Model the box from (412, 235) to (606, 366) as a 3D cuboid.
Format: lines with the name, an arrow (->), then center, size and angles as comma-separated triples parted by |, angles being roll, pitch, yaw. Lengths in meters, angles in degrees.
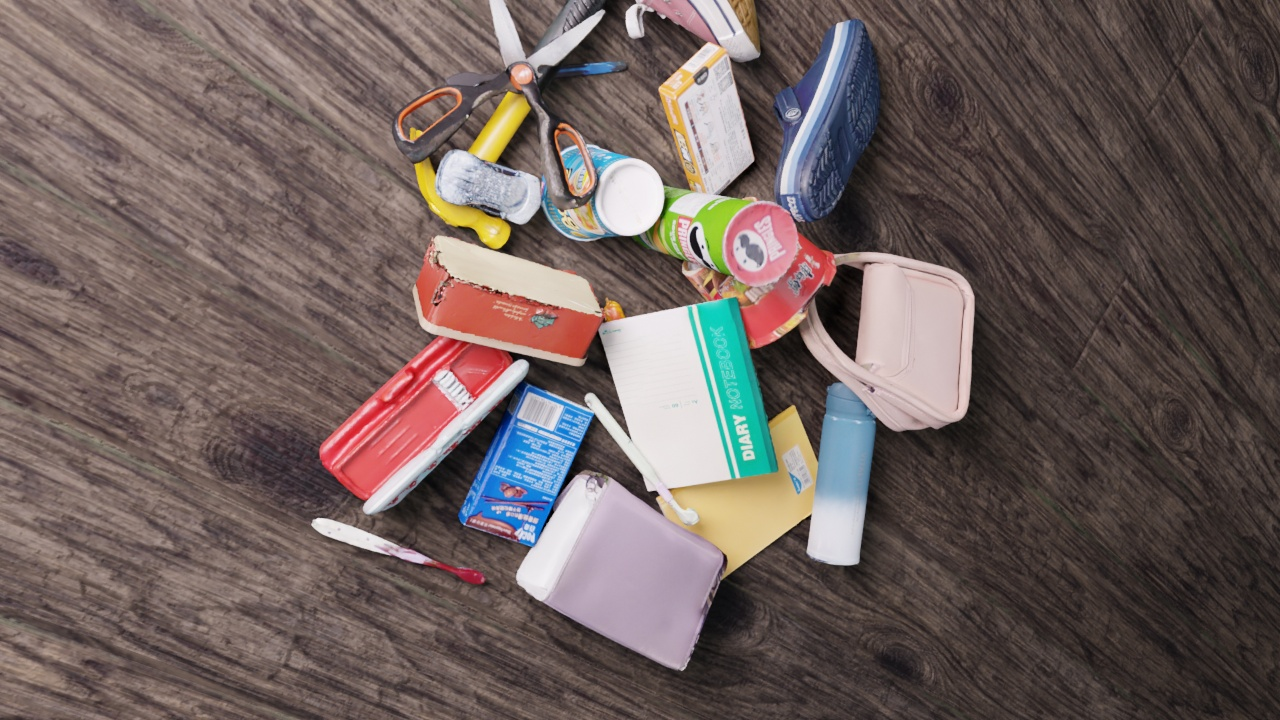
box -> -0.121, -0.063, 0.867 | 0.168, 0.091, 0.078 | 14, 118, -29

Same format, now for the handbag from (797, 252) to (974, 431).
handbag -> 0.270, -0.036, 1.040 | 0.234, 0.094, 0.193 | 21, 65, -29

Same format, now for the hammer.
hammer -> -0.104, -0.257, 0.856 | 0.128, 0.033, 0.300 | 35, 88, -37

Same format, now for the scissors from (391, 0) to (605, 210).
scissors -> -0.107, -0.231, 0.807 | 0.233, 0.022, 0.221 | -36, 92, -13

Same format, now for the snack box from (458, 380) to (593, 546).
snack box -> -0.118, 0.107, 0.952 | 0.084, 0.026, 0.157 | 25, 90, -29

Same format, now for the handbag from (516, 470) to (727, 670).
handbag -> -0.015, 0.224, 0.990 | 0.197, 0.098, 0.145 | 36, 81, -27

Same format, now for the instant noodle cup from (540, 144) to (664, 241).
instant noodle cup -> -0.032, -0.159, 0.886 | 0.099, 0.110, 0.099 | -7, 105, -26

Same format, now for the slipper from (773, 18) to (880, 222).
slipper -> 0.188, -0.251, 0.982 | 0.105, 0.095, 0.252 | 54, 51, -49

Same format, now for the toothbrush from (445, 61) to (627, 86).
toothbrush -> -0.097, -0.277, 0.884 | 0.189, 0.016, 0.014 | -15, 106, -26

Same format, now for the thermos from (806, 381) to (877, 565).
thermos -> 0.246, 0.134, 1.107 | 0.070, 0.070, 0.220 | 3, 96, -27

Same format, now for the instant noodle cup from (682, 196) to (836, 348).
instant noodle cup -> 0.118, -0.097, 0.970 | 0.108, 0.138, 0.137 | 41, 82, -19

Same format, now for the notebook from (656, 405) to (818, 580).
notebook -> 0.129, 0.166, 1.099 | 0.206, 0.010, 0.146 | -33, 114, -17

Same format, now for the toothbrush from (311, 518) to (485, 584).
toothbrush -> -0.239, 0.191, 0.919 | 0.187, 0.017, 0.016 | 27, 81, -27

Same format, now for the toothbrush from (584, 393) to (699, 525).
toothbrush -> 0.000, 0.108, 0.999 | 0.189, 0.029, 0.020 | 51, 57, -14

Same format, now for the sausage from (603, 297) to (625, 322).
sausage -> -0.006, 0.006, 0.987 | 0.021, 0.021, 0.165 | -30, 114, -18

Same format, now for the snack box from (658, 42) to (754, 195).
snack box -> 0.070, -0.236, 0.928 | 0.075, 0.026, 0.154 | -44, 146, -12

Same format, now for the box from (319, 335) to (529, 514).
box -> -0.194, 0.057, 0.861 | 0.201, 0.100, 0.095 | -44, 118, -12

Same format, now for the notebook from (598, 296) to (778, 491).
notebook -> 0.053, 0.041, 0.976 | 0.150, 0.012, 0.209 | -11, 114, 14

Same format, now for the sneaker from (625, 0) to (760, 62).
sneaker -> 0.039, -0.357, 0.880 | 0.240, 0.088, 0.118 | 20, 65, -56

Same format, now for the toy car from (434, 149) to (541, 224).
toy car -> -0.135, -0.156, 0.836 | 0.105, 0.031, 0.049 | 12, 102, -36

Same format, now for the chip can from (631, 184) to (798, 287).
chip can -> 0.060, -0.125, 0.867 | 0.072, 0.236, 0.072 | -6, 106, -20
